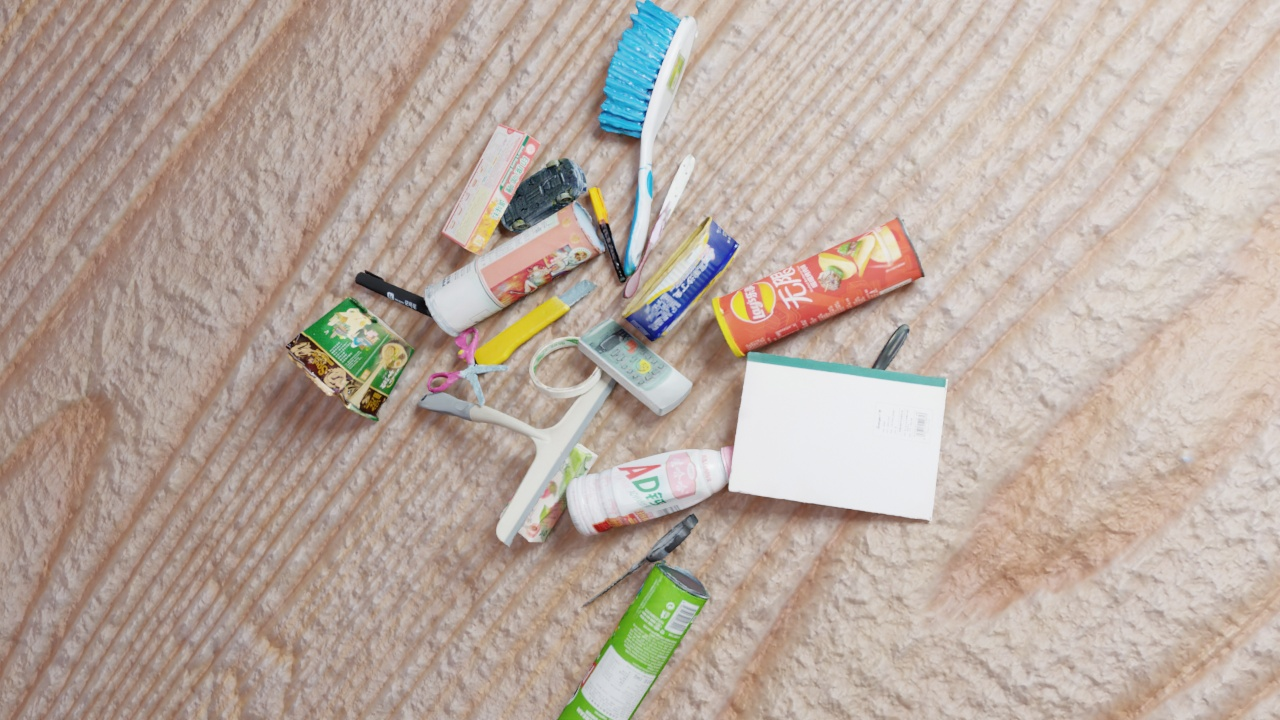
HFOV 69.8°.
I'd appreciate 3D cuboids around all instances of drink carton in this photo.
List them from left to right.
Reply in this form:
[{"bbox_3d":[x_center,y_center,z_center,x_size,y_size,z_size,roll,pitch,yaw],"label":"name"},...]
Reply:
[{"bbox_3d":[-0.107,0.146,1.061,0.053,0.045,0.122,34,94,21],"label":"drink carton"}]

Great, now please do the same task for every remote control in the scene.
[{"bbox_3d":[-0.006,0.006,1.042,0.135,0.019,0.056,39,55,20],"label":"remote control"}]

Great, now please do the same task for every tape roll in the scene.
[{"bbox_3d":[-0.086,0.007,1.064,0.086,0.014,0.085,-5,48,6],"label":"tape roll"}]

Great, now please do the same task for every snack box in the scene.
[{"bbox_3d":[-0.352,-0.007,1.141,0.118,0.117,0.105,40,85,17],"label":"snack box"},{"bbox_3d":[-0.185,-0.211,1.126,0.077,0.027,0.156,33,96,50],"label":"snack box"}]

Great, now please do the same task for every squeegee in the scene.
[{"bbox_3d":[-0.182,0.067,1.074,0.247,0.039,0.245,15,59,34],"label":"squeegee"}]

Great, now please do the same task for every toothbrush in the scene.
[{"bbox_3d":[0.021,-0.155,1.063,0.016,0.017,0.187,26,82,-14],"label":"toothbrush"},{"bbox_3d":[0.232,0.038,0.973,0.015,0.018,0.181,34,94,23],"label":"toothbrush"}]

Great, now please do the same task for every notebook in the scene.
[{"bbox_3d":[0.205,0.078,0.956,0.209,0.012,0.150,8,84,7],"label":"notebook"}]

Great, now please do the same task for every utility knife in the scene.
[{"bbox_3d":[-0.131,-0.040,1.108,0.197,0.015,0.033,-33,73,15],"label":"utility knife"}]

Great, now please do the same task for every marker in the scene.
[{"bbox_3d":[-0.310,-0.085,1.177,0.132,0.020,0.022,23,62,21],"label":"marker"},{"bbox_3d":[-0.038,-0.150,1.089,0.015,0.018,0.123,-20,78,8],"label":"marker"}]

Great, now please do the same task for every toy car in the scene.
[{"bbox_3d":[-0.120,-0.199,1.116,0.121,0.036,0.054,-26,73,25],"label":"toy car"}]

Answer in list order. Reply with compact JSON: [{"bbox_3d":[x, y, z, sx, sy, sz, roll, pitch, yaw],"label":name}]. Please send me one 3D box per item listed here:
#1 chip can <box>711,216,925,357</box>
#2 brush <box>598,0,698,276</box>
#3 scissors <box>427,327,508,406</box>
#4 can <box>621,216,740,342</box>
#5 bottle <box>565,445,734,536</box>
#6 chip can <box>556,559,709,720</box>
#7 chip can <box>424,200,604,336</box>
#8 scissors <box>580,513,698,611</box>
[{"bbox_3d":[0.186,-0.076,0.973,0.217,0.073,0.073,-23,76,15],"label":"chip can"},{"bbox_3d":[-0.003,-0.263,1.076,0.109,0.060,0.314,22,93,17],"label":"brush"},{"bbox_3d":[-0.212,0.016,1.103,0.124,0.017,0.133,-38,46,9],"label":"scissors"},{"bbox_3d":[0.045,-0.088,1.017,0.049,0.074,0.148,40,99,-10],"label":"can"},{"bbox_3d":[0.019,0.137,1.008,0.197,0.068,0.068,-18,77,11],"label":"bottle"},{"bbox_3d":[-0.014,0.331,0.991,0.072,0.072,0.236,33,95,20],"label":"chip can"},{"bbox_3d":[-0.151,-0.109,1.096,0.215,0.071,0.071,-28,75,13],"label":"chip can"},{"bbox_3d":[-0.007,0.228,1.005,0.173,0.141,0.014,-39,88,-14],"label":"scissors"}]
